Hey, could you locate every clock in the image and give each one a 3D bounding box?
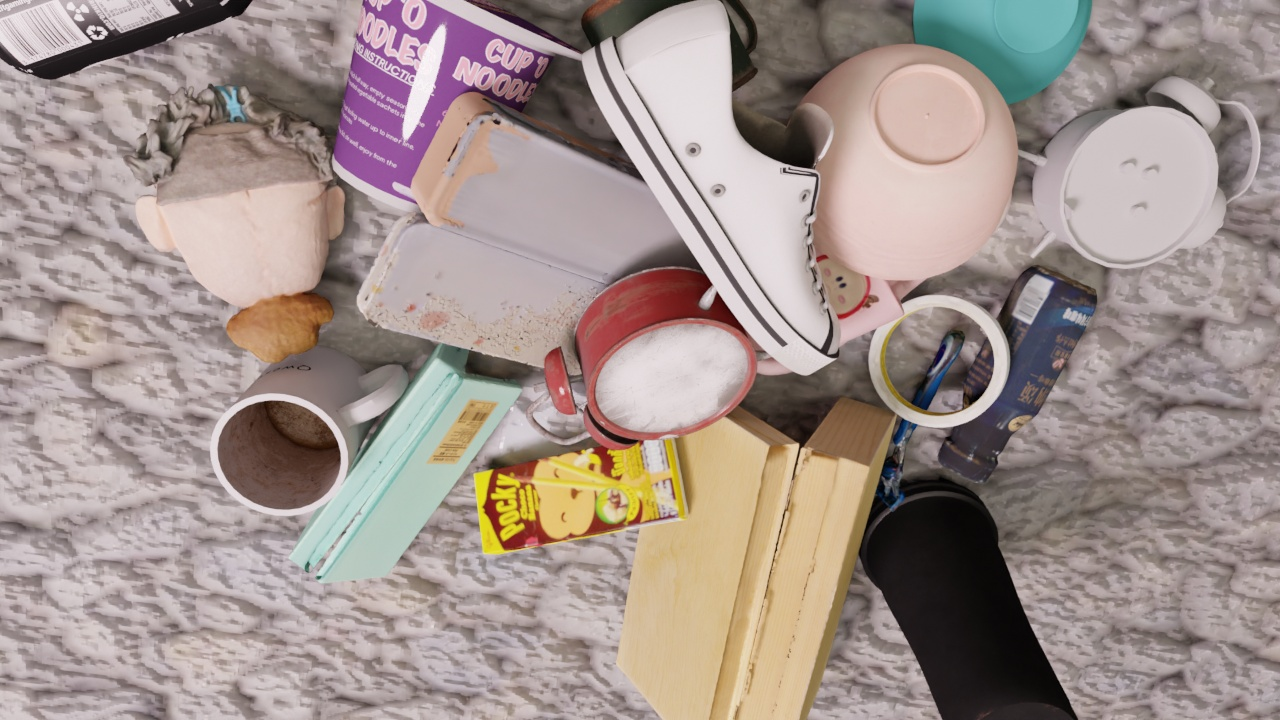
[{"bbox_3d":[-0.003,0.003,0.595,0.157,0.061,0.110,-32,136,15],"label":"clock"},{"bbox_3d":[0.345,-0.125,0.622,0.159,0.061,0.120,-16,109,2],"label":"clock"}]

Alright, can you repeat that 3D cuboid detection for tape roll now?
[{"bbox_3d":[0.210,0.000,0.650,0.094,0.019,0.094,3,96,27],"label":"tape roll"}]

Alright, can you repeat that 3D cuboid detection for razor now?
[{"bbox_3d":[0.205,0.041,0.683,0.018,0.044,0.141,20,99,-6],"label":"razor"}]

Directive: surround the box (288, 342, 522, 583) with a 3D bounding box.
[{"bbox_3d":[-0.157,0.080,0.641,0.080,0.077,0.189,36,102,-13],"label":"box"}]

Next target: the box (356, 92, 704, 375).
[{"bbox_3d":[-0.051,-0.061,0.575,0.216,0.043,0.151,16,121,-42],"label":"box"}]

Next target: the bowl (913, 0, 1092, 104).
[{"bbox_3d":[0.242,-0.225,0.587,0.121,0.046,0.121,-1,109,-4],"label":"bowl"}]

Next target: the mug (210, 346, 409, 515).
[{"bbox_3d":[-0.211,0.036,0.612,0.119,0.096,0.083,-25,109,4],"label":"mug"}]

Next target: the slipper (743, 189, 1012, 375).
[{"bbox_3d":[0.152,-0.073,0.627,0.222,0.055,0.107,-34,106,6],"label":"slipper"}]

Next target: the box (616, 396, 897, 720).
[{"bbox_3d":[0.084,0.154,0.663,0.184,0.141,0.249,9,107,-1],"label":"box"}]

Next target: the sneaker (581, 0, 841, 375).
[{"bbox_3d":[0.072,-0.097,0.522,0.097,0.091,0.245,-28,124,15],"label":"sneaker"}]

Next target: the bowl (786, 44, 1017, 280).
[{"bbox_3d":[0.165,-0.132,0.563,0.153,0.076,0.153,0,78,0],"label":"bowl"}]

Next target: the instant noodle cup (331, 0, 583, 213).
[{"bbox_3d":[-0.116,-0.153,0.545,0.137,0.121,0.122,26,108,-4],"label":"instant noodle cup"}]

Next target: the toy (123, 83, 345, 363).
[{"bbox_3d":[-0.242,-0.085,0.582,0.132,0.076,0.176,-9,108,-18],"label":"toy"}]

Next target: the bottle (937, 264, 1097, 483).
[{"bbox_3d":[0.268,0.012,0.665,0.056,0.056,0.161,20,106,-11],"label":"bottle"}]

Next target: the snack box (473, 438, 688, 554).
[{"bbox_3d":[-0.044,0.096,0.652,0.149,0.025,0.061,-13,76,14],"label":"snack box"}]

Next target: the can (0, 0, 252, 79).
[{"bbox_3d":[-0.300,-0.221,0.526,0.146,0.080,0.080,-18,109,2],"label":"can"}]

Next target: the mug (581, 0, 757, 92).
[{"bbox_3d":[0.026,-0.200,0.566,0.110,0.085,0.081,-38,109,-25],"label":"mug"}]

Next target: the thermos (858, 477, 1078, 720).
[{"bbox_3d":[0.223,0.180,0.637,0.106,0.218,0.106,0,115,0],"label":"thermos"}]
